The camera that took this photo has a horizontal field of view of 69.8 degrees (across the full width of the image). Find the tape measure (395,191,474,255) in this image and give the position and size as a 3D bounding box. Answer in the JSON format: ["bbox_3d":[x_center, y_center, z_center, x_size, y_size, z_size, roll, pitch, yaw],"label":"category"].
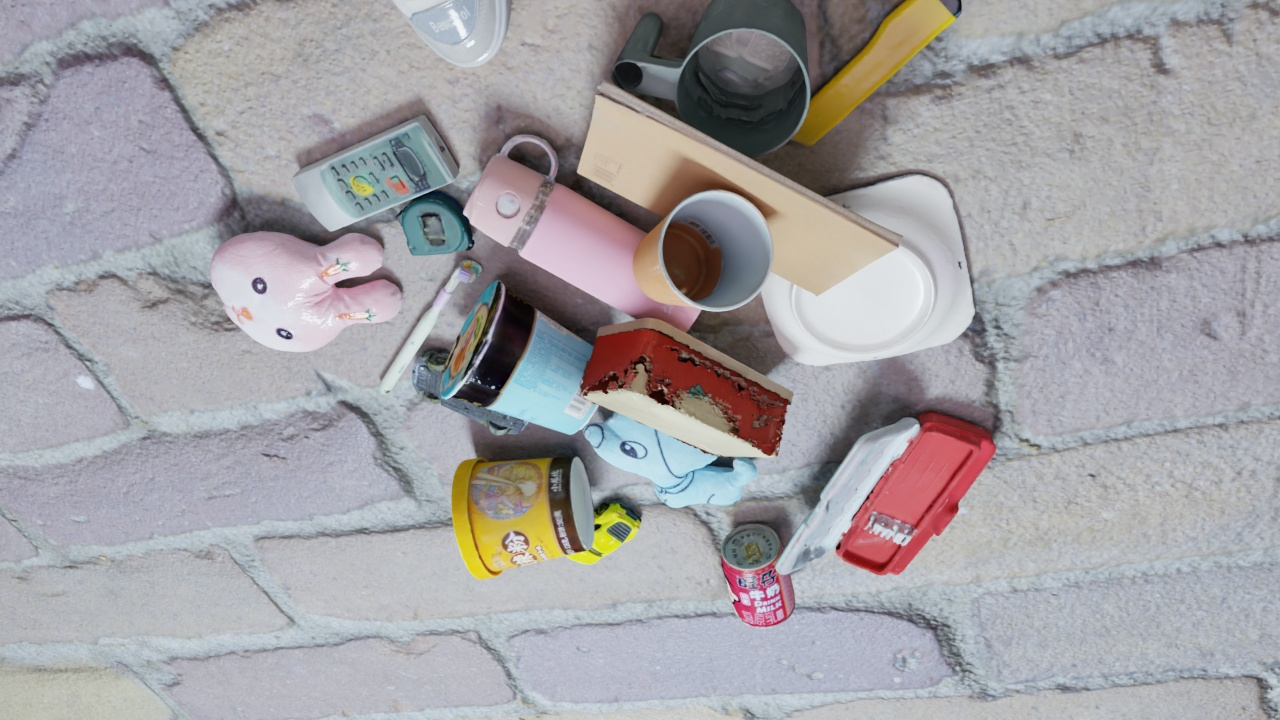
[{"bbox_3d":[-0.171,-0.112,0.760,0.058,0.025,0.054,-4,128,12],"label":"tape measure"}]

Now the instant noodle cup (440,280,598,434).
[{"bbox_3d":[-0.095,0.006,0.796,0.120,0.111,0.111,26,128,-22],"label":"instant noodle cup"}]

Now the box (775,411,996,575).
[{"bbox_3d":[0.221,0.130,0.853,0.159,0.065,0.202,5,132,-19],"label":"box"}]

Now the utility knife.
[{"bbox_3d":[0.157,-0.204,0.633,0.033,0.015,0.154,42,125,-13],"label":"utility knife"}]

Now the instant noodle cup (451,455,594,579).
[{"bbox_3d":[-0.111,0.148,0.900,0.114,0.118,0.118,-9,126,7],"label":"instant noodle cup"}]

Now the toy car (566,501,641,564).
[{"bbox_3d":[-0.044,0.187,0.967,0.048,0.032,0.105,38,126,-19],"label":"toy car"}]

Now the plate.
[{"bbox_3d":[0.176,-0.059,0.732,0.164,0.034,0.164,-12,125,20],"label":"plate"}]

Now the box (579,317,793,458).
[{"bbox_3d":[0.039,0.035,0.758,0.168,0.077,0.091,26,161,-32],"label":"box"}]

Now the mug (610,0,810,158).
[{"bbox_3d":[0.050,-0.197,0.603,0.124,0.103,0.084,12,129,2],"label":"mug"}]

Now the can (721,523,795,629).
[{"bbox_3d":[0.120,0.220,0.939,0.066,0.066,0.094,-6,126,15],"label":"can"}]

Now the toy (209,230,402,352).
[{"bbox_3d":[-0.295,-0.064,0.807,0.159,0.054,0.121,-10,126,8],"label":"toy"}]

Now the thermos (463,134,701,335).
[{"bbox_3d":[-0.036,-0.099,0.726,0.198,0.067,0.087,30,98,-11],"label":"thermos"}]

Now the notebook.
[{"bbox_3d":[0.056,-0.109,0.636,0.211,0.012,0.150,26,169,-5],"label":"notebook"}]

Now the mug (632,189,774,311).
[{"bbox_3d":[0.036,-0.072,0.647,0.078,0.123,0.078,0,92,-13],"label":"mug"}]

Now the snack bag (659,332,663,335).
[{"bbox_3d":[-0.005,0.005,0.819,0.048,0.026,0.104,18,129,-21],"label":"snack bag"}]

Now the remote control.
[{"bbox_3d":[-0.216,-0.149,0.742,0.135,0.019,0.056,-16,123,21],"label":"remote control"}]

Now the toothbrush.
[{"bbox_3d":[-0.199,-0.025,0.837,0.190,0.029,0.020,-46,67,36],"label":"toothbrush"}]

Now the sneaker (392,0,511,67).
[{"bbox_3d":[-0.162,-0.292,0.576,0.090,0.090,0.242,-16,124,23],"label":"sneaker"}]

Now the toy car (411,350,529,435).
[{"bbox_3d":[-0.157,0.028,0.861,0.120,0.036,0.054,21,130,7],"label":"toy car"}]

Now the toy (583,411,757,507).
[{"bbox_3d":[0.029,0.088,0.864,0.161,0.049,0.156,0,132,9],"label":"toy"}]
